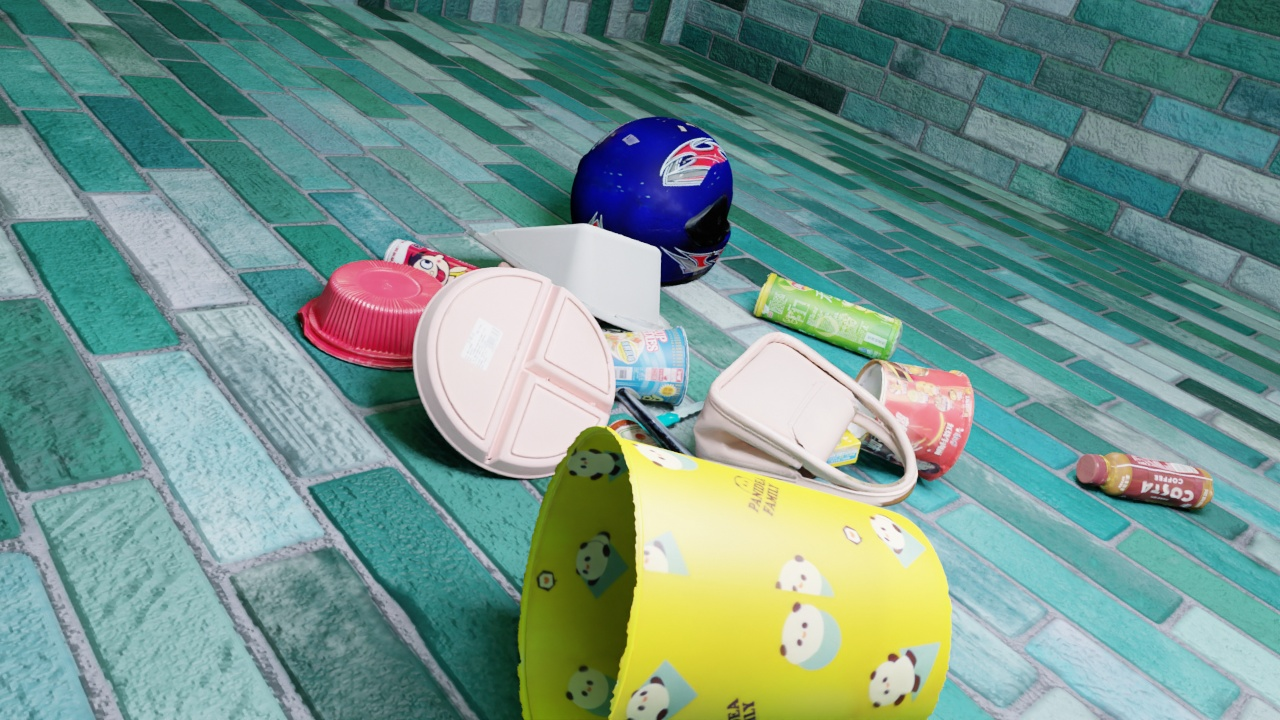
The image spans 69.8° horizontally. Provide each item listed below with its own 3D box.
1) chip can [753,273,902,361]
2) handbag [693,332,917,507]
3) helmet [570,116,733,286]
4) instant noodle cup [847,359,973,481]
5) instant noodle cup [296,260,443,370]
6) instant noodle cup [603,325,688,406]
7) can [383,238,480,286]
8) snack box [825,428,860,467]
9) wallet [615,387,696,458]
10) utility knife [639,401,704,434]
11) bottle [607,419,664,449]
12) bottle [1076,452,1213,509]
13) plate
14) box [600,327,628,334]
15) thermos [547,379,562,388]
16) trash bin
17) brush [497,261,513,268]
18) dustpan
[{"bbox_3d":[0.290,-0.065,1.412,0.221,0.073,0.072,22,27,10],"label":"chip can"},{"bbox_3d":[0.191,0.078,0.999,0.234,0.094,0.192,27,37,17],"label":"handbag"},{"bbox_3d":[0.036,-0.266,1.469,0.247,0.241,0.314,33,30,26],"label":"helmet"},{"bbox_3d":[0.315,0.066,1.101,0.108,0.138,0.137,16,27,-8],"label":"instant noodle cup"},{"bbox_3d":[-0.302,-0.064,1.088,0.194,0.066,0.193,12,28,-7],"label":"instant noodle cup"},{"bbox_3d":[-0.007,0.006,1.099,0.110,0.099,0.099,1,30,-13],"label":"instant noodle cup"},{"bbox_3d":[-0.270,-0.116,1.216,0.133,0.053,0.053,22,27,10],"label":"can"},{"bbox_3d":[0.172,0.094,1.063,0.140,0.034,0.087,-7,34,-21],"label":"snack box"},{"bbox_3d":[0.022,0.078,0.964,0.097,0.019,0.121,45,-2,-21],"label":"wallet"},{"bbox_3d":[0.015,0.076,1.055,0.029,0.013,0.217,20,26,37],"label":"utility knife"},{"bbox_3d":[0.030,0.134,0.902,0.059,0.060,0.206,-7,34,-38],"label":"bottle"},{"bbox_3d":[0.667,0.157,1.218,0.175,0.058,0.057,11,27,-10],"label":"bottle"},{"bbox_3d":[-0.120,0.006,0.942,0.229,0.028,0.229,13,65,-30],"label":"plate"},{"bbox_3d":[-0.026,-0.015,1.169,0.164,0.051,0.068,8,42,-22],"label":"box"},{"bbox_3d":[-0.128,0.003,1.022,0.143,0.093,0.093,21,21,-33],"label":"thermos"},{"bbox_3d":[0.065,0.183,0.671,0.255,0.230,0.229,13,27,-21],"label":"trash bin"},{"bbox_3d":[-0.159,-0.071,1.174,0.063,0.073,0.145,0,29,-28],"label":"brush"},{"bbox_3d":[-0.080,-0.100,1.265,0.258,0.142,0.222,-1,-7,39],"label":"dustpan"}]
